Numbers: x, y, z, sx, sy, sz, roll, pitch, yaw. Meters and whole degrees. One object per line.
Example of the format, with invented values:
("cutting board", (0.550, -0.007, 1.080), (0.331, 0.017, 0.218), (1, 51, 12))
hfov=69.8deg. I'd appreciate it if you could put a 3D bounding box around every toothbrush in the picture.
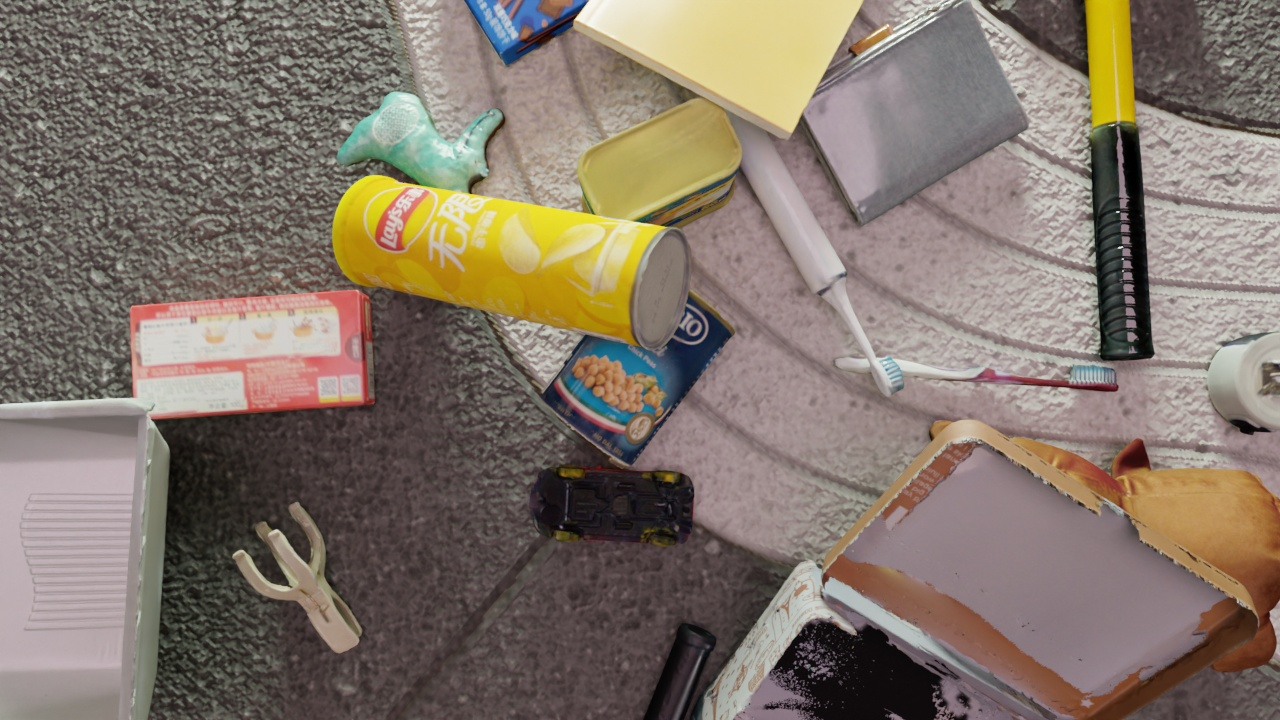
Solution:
("toothbrush", (-0.003, 0.273, 0.590), (0.026, 0.027, 0.212), (21, 88, 39))
("toothbrush", (0.109, -0.075, 0.597), (0.026, 0.027, 0.221), (-27, 84, -14))
("toothbrush", (0.221, 0.006, 0.604), (0.187, 0.016, 0.017), (5, 80, 1))

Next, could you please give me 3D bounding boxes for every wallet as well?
("wallet", (0.173, -0.165, 0.602), (0.130, 0.037, 0.106), (-30, 98, 0))

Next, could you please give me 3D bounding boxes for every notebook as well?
("notebook", (0.068, -0.242, 0.577), (0.146, 0.010, 0.205), (28, 64, 2))

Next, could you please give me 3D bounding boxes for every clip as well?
("clip", (-0.218, 0.140, 0.581), (0.035, 0.096, 0.101), (-29, 76, -1))

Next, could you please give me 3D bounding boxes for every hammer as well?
("hammer", (0.311, -0.150, 0.601), (0.129, 0.033, 0.300), (-2, 88, 2))

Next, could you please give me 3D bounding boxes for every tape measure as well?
("tape measure", (0.407, 0.014, 0.592), (0.066, 0.033, 0.065), (-5, 86, 0))

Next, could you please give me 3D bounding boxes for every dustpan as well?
("dustpan", (-0.351, 0.129, 0.521), (0.142, 0.258, 0.222), (3, 87, -23))

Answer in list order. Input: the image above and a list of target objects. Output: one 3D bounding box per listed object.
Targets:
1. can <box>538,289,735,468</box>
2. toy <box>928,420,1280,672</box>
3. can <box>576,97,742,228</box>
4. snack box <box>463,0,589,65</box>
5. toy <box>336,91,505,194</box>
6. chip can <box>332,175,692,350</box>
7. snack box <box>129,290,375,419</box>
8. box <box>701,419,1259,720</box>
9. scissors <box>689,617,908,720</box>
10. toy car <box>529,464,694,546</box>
("can", (-0.003, 0.003, 0.577), (0.075, 0.075, 0.111), (37, 89, 2))
("toy", (0.273, 0.107, 0.559), (0.199, 0.139, 0.131), (13, 129, 3))
("can", (0.012, -0.115, 0.577), (0.102, 0.083, 0.057), (-26, 87, -1))
("snack box", (-0.047, -0.275, 0.613), (0.157, 0.026, 0.084), (-31, 87, -1))
("toy", (-0.138, -0.142, 0.610), (0.092, 0.030, 0.096), (39, 81, -3))
("chip can", (-0.080, -0.060, 0.544), (0.214, 0.072, 0.072), (14, 87, 25))
("snack box", (-0.255, -0.003, 0.605), (0.153, 0.025, 0.075), (-4, 87, 0))
("box", (0.169, 0.168, 0.507), (0.178, 0.102, 0.261), (31, 104, -1))
("scissors", (0.125, 0.241, 0.594), (0.185, 0.019, 0.129), (-22, 88, 1))
("toy car", (-0.018, 0.093, 0.595), (0.106, 0.031, 0.049), (2, 87, 0))
